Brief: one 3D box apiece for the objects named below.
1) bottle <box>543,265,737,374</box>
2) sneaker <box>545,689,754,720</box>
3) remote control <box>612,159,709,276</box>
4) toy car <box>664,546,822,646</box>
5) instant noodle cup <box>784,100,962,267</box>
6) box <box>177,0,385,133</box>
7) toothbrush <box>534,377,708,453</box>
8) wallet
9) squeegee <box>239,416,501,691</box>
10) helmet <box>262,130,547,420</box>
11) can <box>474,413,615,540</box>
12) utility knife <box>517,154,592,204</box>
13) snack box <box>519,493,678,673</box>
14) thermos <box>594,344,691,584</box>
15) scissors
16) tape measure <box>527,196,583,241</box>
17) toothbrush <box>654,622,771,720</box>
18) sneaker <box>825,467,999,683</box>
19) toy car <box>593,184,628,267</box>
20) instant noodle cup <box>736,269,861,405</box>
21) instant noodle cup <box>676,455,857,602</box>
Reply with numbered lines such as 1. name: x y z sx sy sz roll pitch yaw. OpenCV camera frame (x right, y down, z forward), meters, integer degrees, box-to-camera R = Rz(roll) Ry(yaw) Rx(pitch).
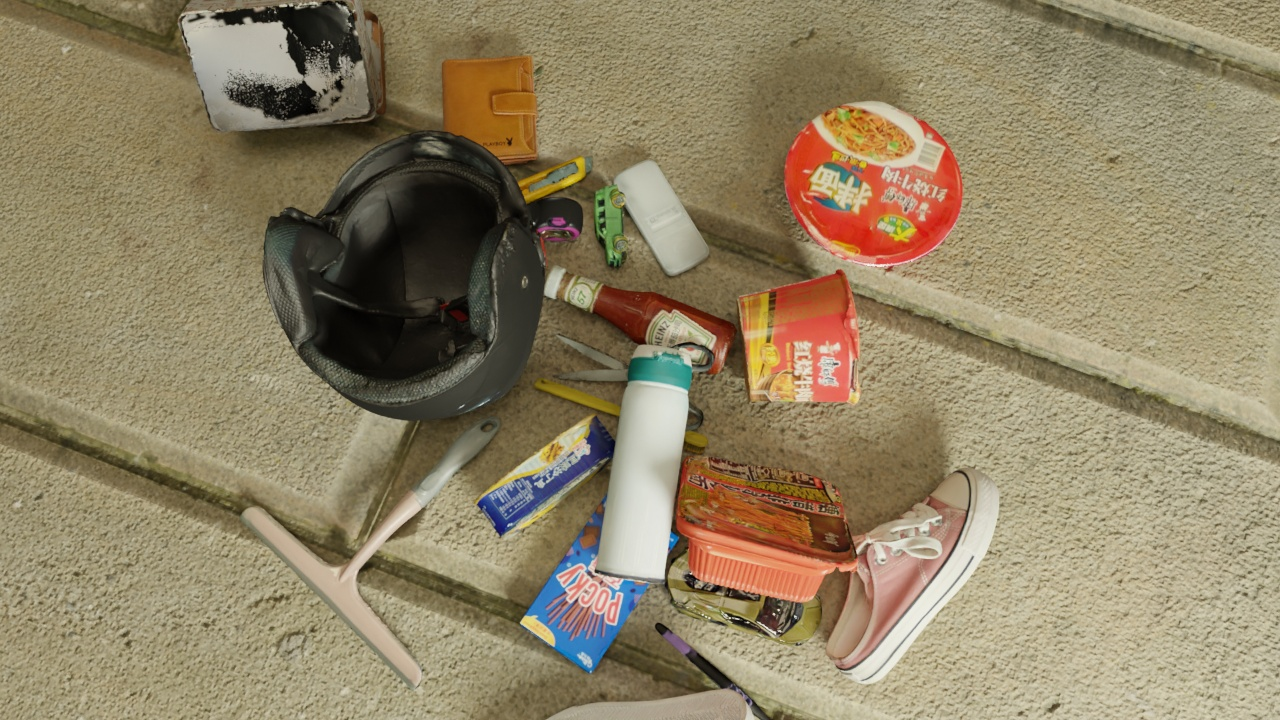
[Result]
1. bottle: -0.002 -0.048 0.961 0.206 0.060 0.059 22 74 4
2. sneaker: -0.007 0.370 0.838 0.242 0.089 0.091 -15 116 9
3. remote control: 0.022 -0.158 1.014 0.056 0.020 0.136 -28 76 -10
4. toy car: 0.102 0.230 0.897 0.158 0.042 0.070 16 75 0
5. instant noodle cup: 0.249 -0.183 1.006 0.194 0.066 0.193 0 75 -1
6. box: -0.379 -0.339 1.015 0.182 0.154 0.180 -7 38 -7
7. toothbrush: -0.021 0.057 0.953 0.190 0.017 0.015 20 39 6
8. wallet: -0.164 -0.282 1.040 0.119 0.035 0.130 -6 75 3
9. squeegee: -0.229 0.145 0.911 0.247 0.040 0.249 40 76 10
10. helmet: -0.206 -0.073 0.877 0.233 0.230 0.274 3 66 6
11. can: -0.090 0.115 0.906 0.148 0.075 0.049 -36 82 -11
12. utility knife: -0.124 -0.193 1.022 0.164 0.015 0.033 -26 79 -9
13. snack box: -0.039 0.216 0.902 0.084 0.026 0.157 33 76 7
14. thermos: 0.005 0.095 0.879 0.073 0.073 0.224 9 80 0
15. scissors: -0.002 0.016 0.945 0.160 0.014 0.175 -34 100 22
16. tape measure: -0.091 -0.150 0.989 0.058 0.057 0.039 -3 79 12
17. toothbrush: 0.087 0.317 0.884 0.189 0.017 0.014 39 76 10
18. sneaker: 0.250 0.191 0.882 0.088 0.118 0.241 41 81 -12
19. toy car: -0.032 -0.146 0.998 0.036 0.043 0.091 -5 73 -7
20. instant noodle cup: 0.156 -0.019 0.928 0.108 0.138 0.137 -6 74 5
21. instant noodle cup: 0.111 0.160 0.865 0.164 0.188 0.079 13 105 3
